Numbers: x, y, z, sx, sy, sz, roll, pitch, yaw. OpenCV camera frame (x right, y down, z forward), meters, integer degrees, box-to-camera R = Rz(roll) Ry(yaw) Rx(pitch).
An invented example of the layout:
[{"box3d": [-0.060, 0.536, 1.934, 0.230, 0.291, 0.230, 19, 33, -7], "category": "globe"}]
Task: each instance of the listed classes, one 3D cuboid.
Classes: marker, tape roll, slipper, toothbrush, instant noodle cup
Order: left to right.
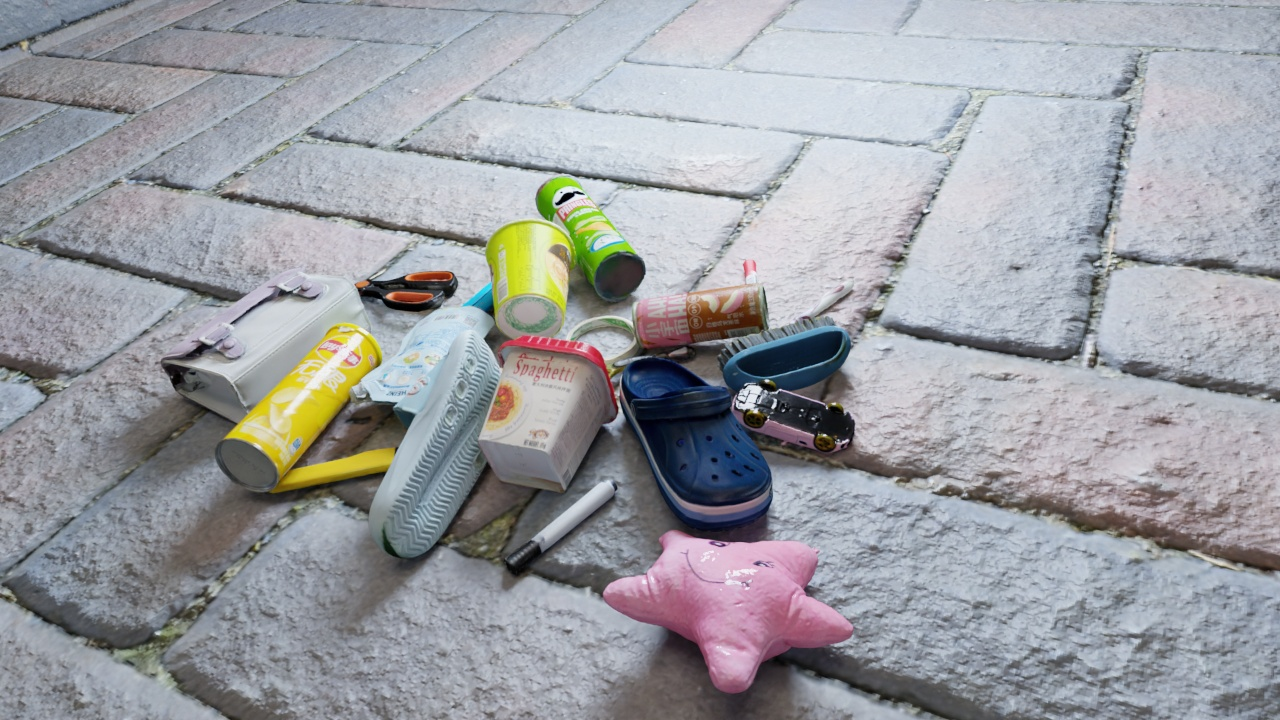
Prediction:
[{"box3d": [-0.201, 0.080, 0.897, 0.074, 0.104, 0.244, -2, 48, 28], "category": "slipper"}, {"box3d": [-0.132, -0.088, 1.098, 0.112, 0.112, 0.123, -7, 47, 1], "category": "instant noodle cup"}, {"box3d": [-0.095, 0.055, 0.907, 0.116, 0.117, 0.124, 7, 52, 18], "category": "instant noodle cup"}, {"box3d": [-0.073, 0.151, 0.849, 0.130, 0.018, 0.023, -37, 37, -30], "category": "marker"}, {"box3d": [-0.044, -0.022, 1.062, 0.086, 0.014, 0.085, -5, 39, 4], "category": "tape roll"}, {"box3d": [0.052, 0.059, 0.872, 0.105, 0.095, 0.252, -9, 32, -17], "category": "slipper"}, {"box3d": [0.136, -0.076, 1.095, 0.017, 0.017, 0.145, -5, 39, 5], "category": "marker"}, {"box3d": [0.185, -0.051, 1.054, 0.187, 0.017, 0.016, -34, 41, -27], "category": "toothbrush"}]

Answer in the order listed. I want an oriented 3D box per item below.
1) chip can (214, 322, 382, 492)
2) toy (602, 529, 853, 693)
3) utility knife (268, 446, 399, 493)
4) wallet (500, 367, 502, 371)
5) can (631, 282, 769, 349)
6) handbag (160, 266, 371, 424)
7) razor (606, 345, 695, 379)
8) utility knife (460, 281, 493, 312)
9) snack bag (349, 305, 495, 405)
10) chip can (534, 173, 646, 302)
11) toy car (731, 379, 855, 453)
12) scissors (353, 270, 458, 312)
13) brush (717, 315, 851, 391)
[{"box3d": [-0.358, 0.045, 0.980, 0.072, 0.072, 0.212, 5, 36, 16], "category": "chip can"}, {"box3d": [0.073, 0.182, 0.737, 0.178, 0.075, 0.195, -16, 24, -34], "category": "toy"}, {"box3d": [-0.312, 0.113, 0.943, 0.156, 0.015, 0.033, -11, 32, -2], "category": "utility knife"}, {"box3d": [-0.191, 0.042, 1.004, 0.115, 0.024, 0.087, -8, 33, 0], "category": "wallet"}, {"box3d": [0.068, -0.049, 1.027, 0.147, 0.058, 0.057, -7, 38, 13], "category": "can"}, {"box3d": [-0.441, -0.026, 1.083, 0.145, 0.098, 0.196, 10, 41, 30], "category": "handbag"}, {"box3d": [-0.006, 0.006, 1.015, 0.142, 0.022, 0.042, -16, 41, -9], "category": "razor"}, {"box3d": [-0.172, -0.108, 1.194, 0.034, 0.018, 0.224, 12, 41, 25], "category": "utility knife"}, {"box3d": [-0.243, -0.003, 1.034, 0.110, 0.039, 0.190, 4, 31, 14], "category": "snack bag"}, {"box3d": [-0.069, -0.164, 1.200, 0.072, 0.072, 0.236, -19, 40, -14], "category": "chip can"}, {"box3d": [0.151, 0.059, 0.910, 0.122, 0.037, 0.056, 18, 47, 12], "category": "toy car"}, {"box3d": [-0.347, -0.098, 1.215, 0.235, 0.022, 0.152, 18, 38, 34], "category": "scissors"}, {"box3d": [0.156, 0.001, 0.963, 0.143, 0.055, 0.073, -16, 38, -10], "category": "brush"}]
